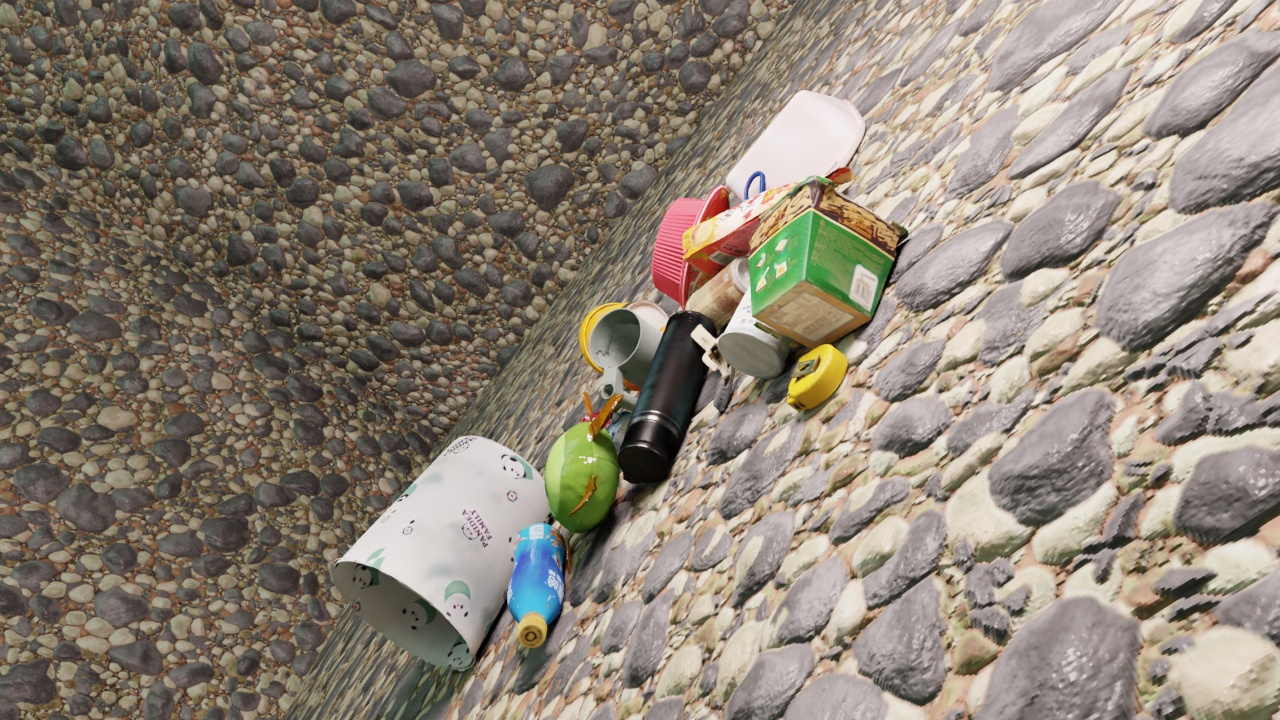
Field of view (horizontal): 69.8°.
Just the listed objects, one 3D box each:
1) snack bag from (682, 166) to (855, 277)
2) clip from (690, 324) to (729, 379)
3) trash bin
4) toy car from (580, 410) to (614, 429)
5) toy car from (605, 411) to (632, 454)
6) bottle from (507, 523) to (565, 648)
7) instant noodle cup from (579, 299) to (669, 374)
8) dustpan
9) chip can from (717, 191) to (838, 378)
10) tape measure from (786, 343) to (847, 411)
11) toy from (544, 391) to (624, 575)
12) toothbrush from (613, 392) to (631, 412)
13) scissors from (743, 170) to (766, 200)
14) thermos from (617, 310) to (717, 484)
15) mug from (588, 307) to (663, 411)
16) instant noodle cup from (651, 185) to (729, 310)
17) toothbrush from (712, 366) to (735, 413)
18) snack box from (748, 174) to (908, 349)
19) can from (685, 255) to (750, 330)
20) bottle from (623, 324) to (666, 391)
[{"bbox_3d":[0.150,-0.175,1.121,0.208,0.073,0.128,-27,-1,40],"label":"snack bag"},{"bbox_3d":[0.091,-0.012,1.074,0.035,0.070,0.100,-52,16,11],"label":"clip"},{"bbox_3d":[-0.260,0.257,1.280,0.230,0.229,0.251,-40,13,51],"label":"trash bin"},{"bbox_3d":[-0.050,0.096,1.302,0.045,0.053,0.121,-55,14,-15],"label":"toy car"},{"bbox_3d":[-0.033,0.109,1.220,0.090,0.043,0.034,-52,27,7],"label":"toy car"},{"bbox_3d":[-0.120,0.262,1.066,0.065,0.065,0.218,-52,13,10],"label":"bottle"},{"bbox_3d":[-0.017,-0.039,1.418,0.115,0.118,0.118,-15,40,60],"label":"instant noodle cup"},{"bbox_3d":[0.238,-0.265,1.310,0.223,0.139,0.272,-50,-16,23],"label":"dustpan"},{"bbox_3d":[0.156,-0.085,0.958,0.214,0.071,0.071,-59,13,-28],"label":"chip can"},{"bbox_3d":[0.152,0.012,0.798,0.057,0.029,0.059,-38,20,52],"label":"tape measure"},{"bbox_3d":[-0.070,0.140,1.090,0.247,0.090,0.226,113,168,-65],"label":"toy"},{"bbox_3d":[-0.072,0.120,1.416,0.186,0.012,0.017,-51,6,14],"label":"toothbrush"},{"bbox_3d":[0.167,-0.183,1.194,0.176,0.012,0.162,-36,51,24],"label":"scissors"},{"bbox_3d":[0.027,0.044,1.099,0.090,0.068,0.241,-48,13,43],"label":"thermos"},{"bbox_3d":[-0.007,0.007,1.198,0.084,0.103,0.123,-6,67,35],"label":"mug"},{"bbox_3d":[0.067,-0.157,1.301,0.193,0.066,0.194,16,-91,-74],"label":"instant noodle cup"},{"bbox_3d":[0.108,-0.028,1.023,0.014,0.016,0.188,136,153,-64],"label":"toothbrush"},{"bbox_3d":[0.165,-0.079,0.842,0.118,0.118,0.105,-39,31,53],"label":"snack box"},{"bbox_3d":[0.109,-0.082,1.161,0.117,0.058,0.058,-38,20,52],"label":"can"},{"bbox_3d":[0.032,-0.016,1.286,0.150,0.067,0.066,-39,18,29],"label":"bottle"}]
